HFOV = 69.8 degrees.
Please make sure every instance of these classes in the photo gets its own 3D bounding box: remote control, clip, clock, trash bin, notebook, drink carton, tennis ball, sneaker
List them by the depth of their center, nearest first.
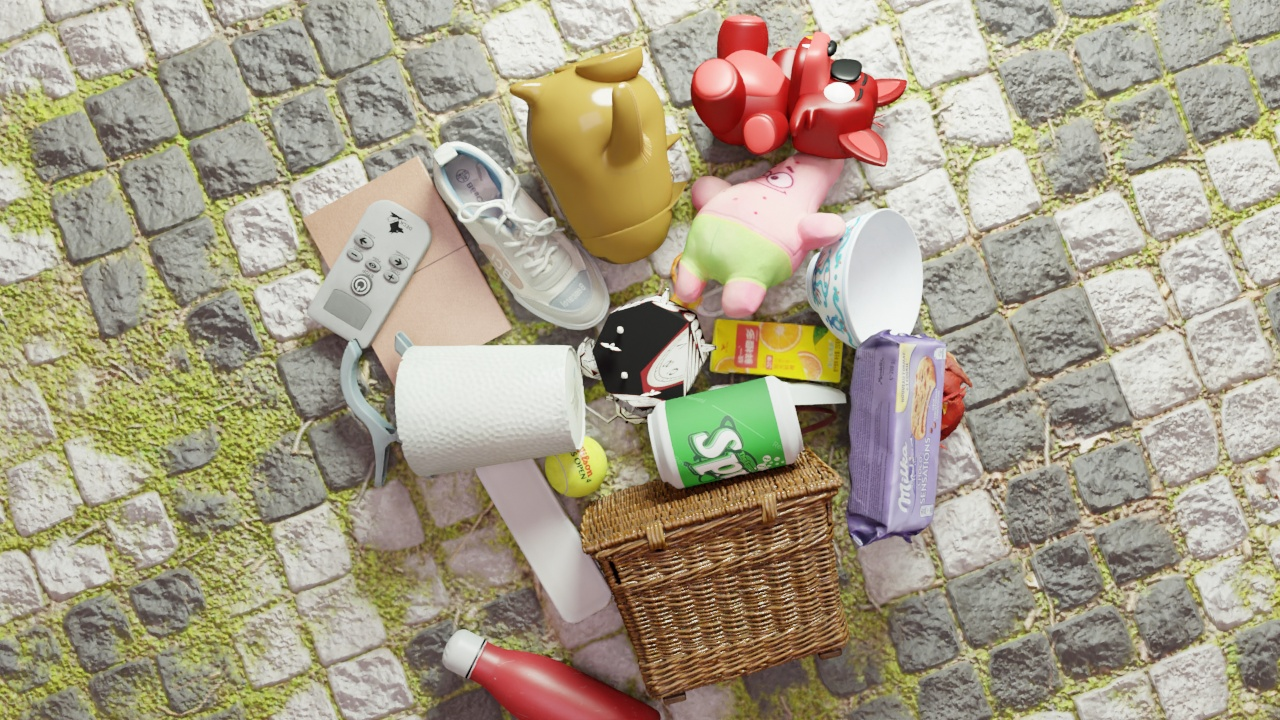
[{"bbox_3d":[-0.144,0.044,0.917,0.161,0.133,0.133,-5,92,6],"label":"trash bin"},{"bbox_3d":[-0.127,-0.126,0.940,0.089,0.091,0.242,-42,92,0],"label":"sneaker"},{"bbox_3d":[-0.005,0.005,0.947,0.155,0.065,0.114,-40,91,19],"label":"clock"},{"bbox_3d":[-0.067,0.110,0.960,0.065,0.065,0.065,0,92,0],"label":"tennis ball"},{"bbox_3d":[0.139,0.034,0.965,0.143,0.049,0.024,-2,90,1],"label":"remote control"},{"bbox_3d":[-0.283,-0.093,0.967,0.074,0.019,0.151,31,92,-1],"label":"remote control"},{"bbox_3d":[-0.286,0.056,0.967,0.127,0.028,0.167,-5,102,2],"label":"clip"},{"bbox_3d":[0.142,-0.011,0.968,0.134,0.043,0.058,5,90,-1],"label":"drink carton"},{"bbox_3d":[-0.248,-0.093,0.982,0.141,0.008,0.209,-28,92,1],"label":"notebook"}]

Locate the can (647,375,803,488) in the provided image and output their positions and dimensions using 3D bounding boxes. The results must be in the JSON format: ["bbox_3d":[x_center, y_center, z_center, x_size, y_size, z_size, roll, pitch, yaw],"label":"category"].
[{"bbox_3d":[0.083,0.071,0.901,0.140,0.087,0.088,-14,92,6],"label":"can"}]

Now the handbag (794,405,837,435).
[{"bbox_3d":[0.150,0.067,0.976,0.119,0.029,0.055,-9,122,-6],"label":"handbag"}]

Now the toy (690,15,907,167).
[{"bbox_3d":[0.158,-0.263,0.910,0.197,0.121,0.158,15,48,11],"label":"toy"}]

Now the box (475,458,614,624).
[{"bbox_3d":[-0.102,0.181,0.983,0.064,0.033,0.209,-30,91,1],"label":"box"}]

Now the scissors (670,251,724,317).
[{"bbox_3d":[0.046,-0.052,0.982,0.097,0.012,0.133,35,91,-1],"label":"scissors"}]

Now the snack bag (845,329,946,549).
[{"bbox_3d":[0.237,0.074,0.867,0.058,0.096,0.205,7,93,43],"label":"snack bag"}]

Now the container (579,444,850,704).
[{"bbox_3d":[0.082,0.212,0.922,0.250,0.162,0.183,-15,97,1],"label":"container"}]

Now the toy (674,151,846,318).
[{"bbox_3d":[0.130,-0.144,0.924,0.192,0.097,0.236,25,65,41],"label":"toy"}]

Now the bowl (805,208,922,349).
[{"bbox_3d":[0.215,-0.078,0.923,0.074,0.143,0.144,6,98,45],"label":"bowl"}]

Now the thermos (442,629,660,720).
[{"bbox_3d":[-0.097,0.353,0.965,0.240,0.073,0.073,27,92,0],"label":"thermos"}]

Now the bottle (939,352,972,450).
[{"bbox_3d":[0.286,0.046,0.943,0.111,0.099,0.099,-29,92,1],"label":"bottle"}]

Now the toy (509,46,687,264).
[{"bbox_3d":[-0.025,-0.196,0.916,0.162,0.199,0.203,-23,111,-16],"label":"toy"}]
